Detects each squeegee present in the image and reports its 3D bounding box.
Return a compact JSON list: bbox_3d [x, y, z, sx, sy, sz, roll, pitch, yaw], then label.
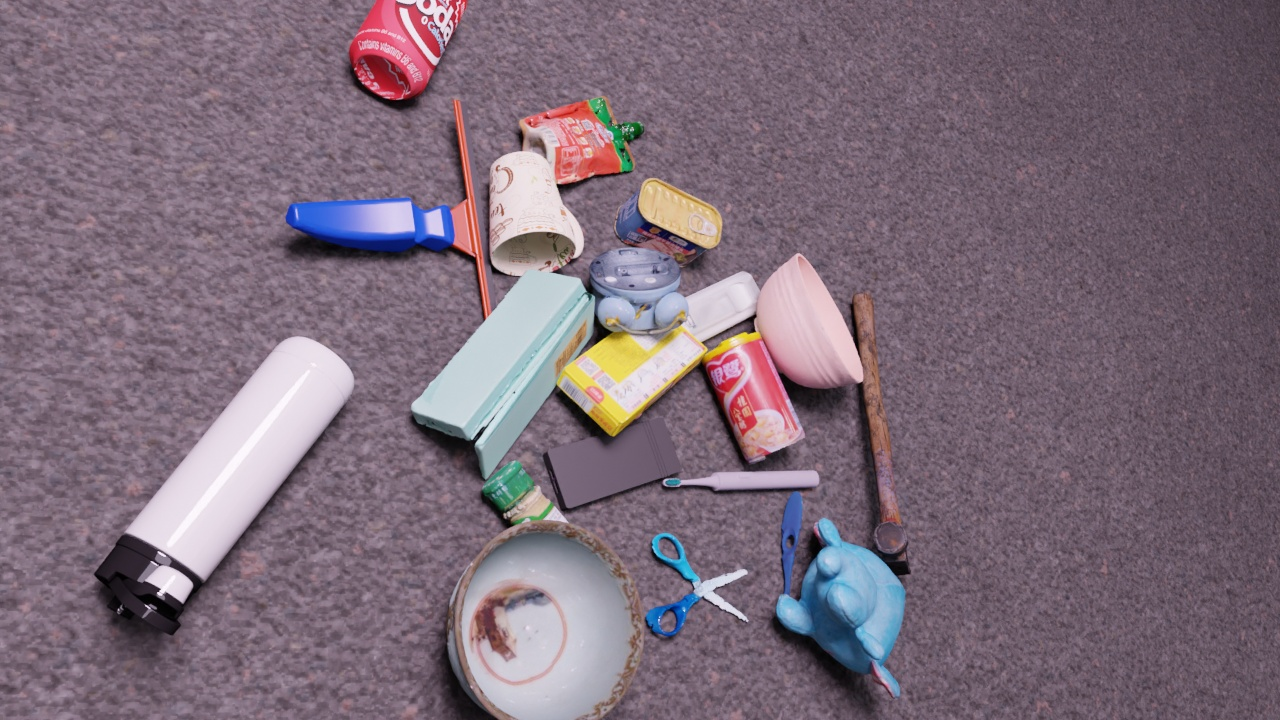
[{"bbox_3d":[-0.221,-0.120,0.811,0.184,0.055,0.249,-3,81,-47],"label":"squeegee"}]

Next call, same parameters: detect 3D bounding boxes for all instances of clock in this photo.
[{"bbox_3d":[-0.003,-0.062,0.889,0.088,0.052,0.124,-5,36,-11],"label":"clock"}]

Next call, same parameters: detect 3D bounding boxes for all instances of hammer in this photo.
[{"bbox_3d":[0.264,0.073,1.021,0.120,0.033,0.329,59,28,-56],"label":"hammer"}]

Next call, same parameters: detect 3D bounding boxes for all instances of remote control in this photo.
[{"bbox_3d":[-0.025,0.096,0.870,0.133,0.013,0.058,-13,78,-33],"label":"remote control"},{"bbox_3d":[0.081,-0.056,0.985,0.133,0.022,0.050,-27,87,-35],"label":"remote control"}]

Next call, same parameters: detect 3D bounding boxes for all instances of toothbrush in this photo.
[{"bbox_3d":[0.152,0.194,0.933,0.016,0.021,0.132,46,47,-51],"label":"toothbrush"},{"bbox_3d":[0.104,0.122,0.931,0.187,0.019,0.018,3,72,-30],"label":"toothbrush"}]

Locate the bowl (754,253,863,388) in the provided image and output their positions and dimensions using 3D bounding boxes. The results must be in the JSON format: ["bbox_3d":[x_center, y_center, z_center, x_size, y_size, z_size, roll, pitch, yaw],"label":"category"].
[{"bbox_3d":[0.170,-0.031,0.981,0.153,0.076,0.152,50,23,-32],"label":"bowl"}]

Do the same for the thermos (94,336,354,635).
[{"bbox_3d":[-0.292,0.084,0.666,0.068,0.101,0.229,49,54,-29],"label":"thermos"}]

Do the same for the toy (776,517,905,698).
[{"bbox_3d":[0.188,0.232,0.874,0.180,0.115,0.183,40,29,-57],"label":"toy"}]

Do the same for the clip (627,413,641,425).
[{"bbox_3d":[-0.009,0.040,0.900,0.023,0.044,0.060,29,32,-22],"label":"clip"}]

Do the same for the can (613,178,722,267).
[{"bbox_3d":[0.029,-0.142,0.965,0.099,0.059,0.053,22,62,-21],"label":"can"}]

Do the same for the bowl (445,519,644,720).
[{"bbox_3d":[-0.088,0.215,0.737,0.159,0.094,0.159,11,66,-27],"label":"bowl"}]

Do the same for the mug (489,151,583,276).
[{"bbox_3d":[-0.096,-0.139,0.892,0.121,0.081,0.097,16,55,-48],"label":"mug"}]

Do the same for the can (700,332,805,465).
[{"bbox_3d":[0.115,0.037,0.942,0.066,0.067,0.124,-19,82,-34],"label":"can"}]

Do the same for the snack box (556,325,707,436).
[{"bbox_3d":[-0.005,0.005,0.886,0.075,0.025,0.151,43,46,9],"label":"snack box"}]

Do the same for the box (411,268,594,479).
[{"bbox_3d":[-0.108,0.014,0.830,0.187,0.077,0.091,-56,142,-31],"label":"box"}]

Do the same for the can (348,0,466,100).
[{"bbox_3d":[-0.219,-0.320,0.878,0.074,0.075,0.142,27,60,-19],"label":"can"}]

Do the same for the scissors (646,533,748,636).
[{"bbox_3d":[0.052,0.225,0.868,0.130,0.014,0.116,37,54,-18],"label":"scissors"}]

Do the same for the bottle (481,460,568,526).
[{"bbox_3d":[-0.089,0.140,0.799,0.110,0.043,0.042,51,55,-6],"label":"bottle"}]

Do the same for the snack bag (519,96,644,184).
[{"bbox_3d":[-0.053,-0.234,0.968,0.154,0.044,0.087,-26,91,-39],"label":"snack bag"}]
